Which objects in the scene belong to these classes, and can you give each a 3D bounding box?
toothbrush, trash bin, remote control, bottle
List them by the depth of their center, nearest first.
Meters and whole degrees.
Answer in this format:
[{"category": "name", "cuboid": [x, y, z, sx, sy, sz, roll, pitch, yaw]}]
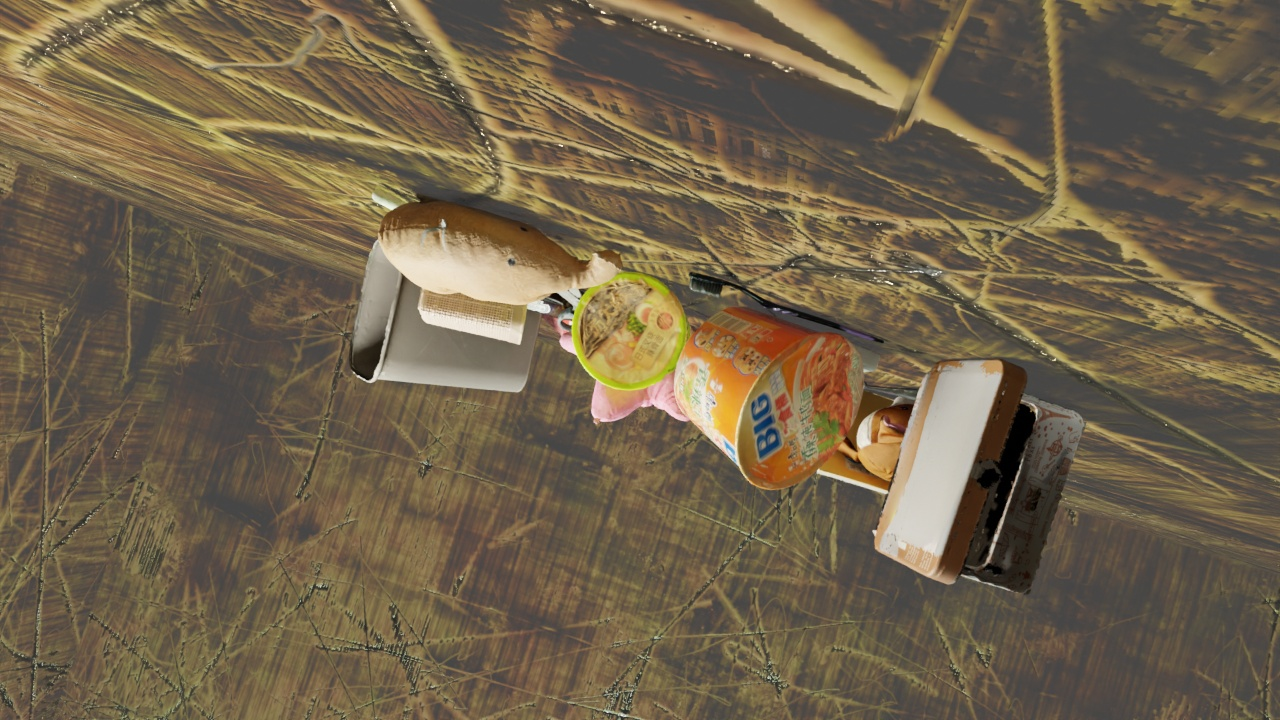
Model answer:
[{"category": "toothbrush", "cuboid": [0.124, -0.040, 0.771, 0.189, 0.017, 0.014, 17, -177, -17]}, {"category": "toothbrush", "cuboid": [-0.218, -0.139, 0.923, 0.029, 0.020, 0.189, 37, -178, 15]}, {"category": "remote control", "cuboid": [0.194, -0.005, 0.923, 0.058, 0.021, 0.150, 18, 177, -1]}, {"category": "toothbrush", "cuboid": [0.300, 0.035, 1.093, 0.018, 0.015, 0.181, 28, 174, -20]}, {"category": "bottle", "cuboid": [-0.105, -0.077, 1.168, 0.194, 0.044, 0.080, 17, 168, -14]}, {"category": "trash bin", "cuboid": [-0.274, -0.055, 1.297, 0.219, 0.199, 0.199, 12, -178, -30]}]

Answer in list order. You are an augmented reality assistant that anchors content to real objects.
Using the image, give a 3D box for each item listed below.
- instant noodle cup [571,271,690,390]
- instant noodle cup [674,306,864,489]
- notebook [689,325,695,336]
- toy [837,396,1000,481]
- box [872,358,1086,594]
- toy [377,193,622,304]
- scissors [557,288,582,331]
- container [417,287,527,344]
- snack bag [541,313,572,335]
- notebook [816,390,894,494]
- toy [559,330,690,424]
[{"category": "instant noodle cup", "cuboid": [0.002, -0.029, 0.922, 0.112, 0.112, 0.123, 17, -175, 12]}, {"category": "instant noodle cup", "cuboid": [0.110, 0.025, 0.831, 0.151, 0.151, 0.111, 21, -171, -43]}, {"category": "notebook", "cuboid": [0.024, -0.012, 1.286, 0.150, 0.012, 0.211, -12, 168, 14]}, {"category": "toy", "cuboid": [0.342, 0.099, 1.102, 0.199, 0.130, 0.140, 8, 153, -16]}, {"category": "box", "cuboid": [0.307, 0.106, 0.791, 0.158, 0.180, 0.205, 20, 177, -6]}, {"category": "toy", "cuboid": [-0.128, -0.091, 0.794, 0.226, 0.082, 0.143, 12, 179, 33]}, {"category": "scissors", "cuboid": [-0.076, -0.066, 1.087, 0.163, 0.014, 0.166, 11, 158, -32]}, {"category": "container", "cuboid": [-0.175, -0.074, 0.984, 0.111, 0.090, 0.090, 10, 173, -8]}, {"category": "snack bag", "cuboid": [-0.105, -0.059, 1.364, 0.128, 0.073, 0.208, 25, 179, -31]}, {"category": "notebook", "cuboid": [0.289, 0.097, 1.191, 0.146, 0.010, 0.205, 18, -146, -7]}, {"category": "toy", "cuboid": [-0.006, 0.006, 1.029, 0.195, 0.178, 0.075, 26, 142, 25]}]
